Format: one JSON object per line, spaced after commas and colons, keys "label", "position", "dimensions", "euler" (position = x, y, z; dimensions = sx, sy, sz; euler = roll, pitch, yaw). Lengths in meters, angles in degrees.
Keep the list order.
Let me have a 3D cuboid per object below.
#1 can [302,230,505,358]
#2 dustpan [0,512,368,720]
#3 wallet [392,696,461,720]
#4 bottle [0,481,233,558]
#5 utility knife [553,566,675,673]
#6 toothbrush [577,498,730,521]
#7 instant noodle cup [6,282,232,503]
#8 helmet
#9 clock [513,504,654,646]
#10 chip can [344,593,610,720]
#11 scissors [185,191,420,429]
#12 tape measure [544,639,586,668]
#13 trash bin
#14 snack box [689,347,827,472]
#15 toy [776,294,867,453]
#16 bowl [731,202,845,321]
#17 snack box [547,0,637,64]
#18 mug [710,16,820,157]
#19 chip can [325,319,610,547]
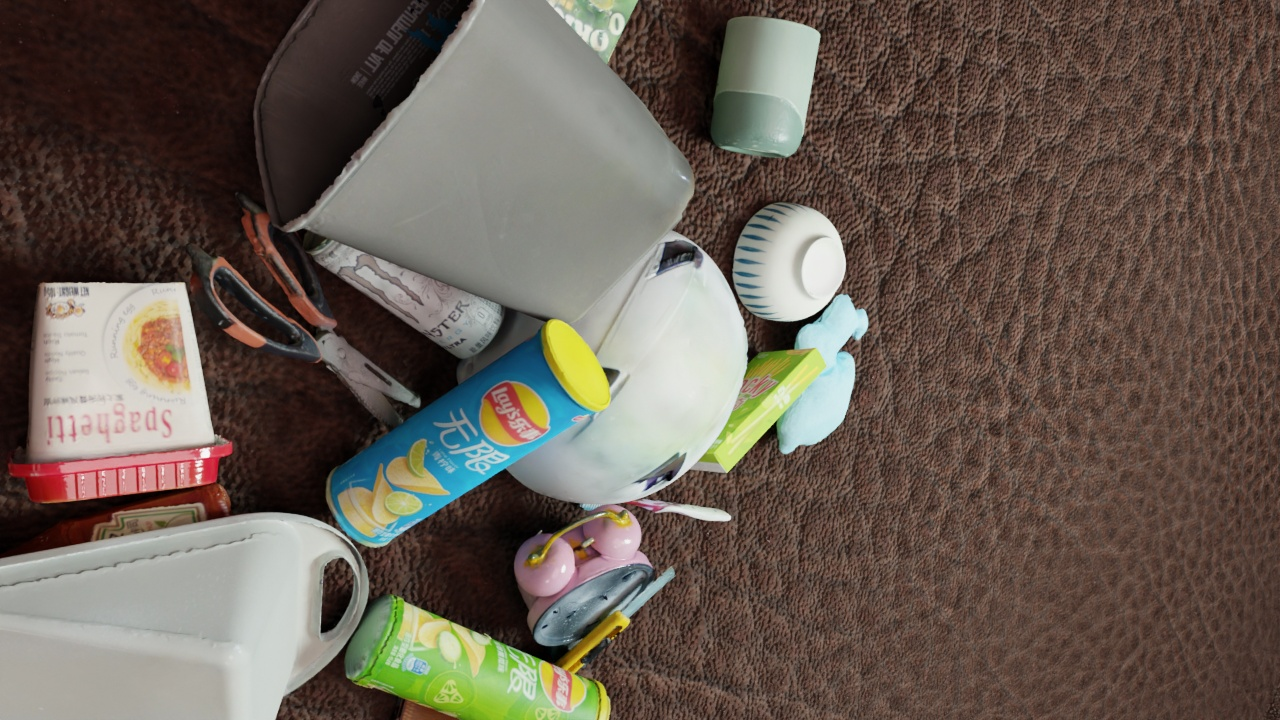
{"label": "can", "position": [-0.169, -0.061, 0.673], "dimensions": [0.146, 0.058, 0.058], "euler": [39, 80, -37]}
{"label": "dustpan", "position": [-0.327, 0.192, 0.619], "dimensions": [0.257, 0.142, 0.223], "euler": [9, 122, -10]}
{"label": "wallet", "position": [-0.173, 0.332, 0.798], "dimensions": [0.101, 0.032, 0.124], "euler": [14, 94, -34]}
{"label": "bottle", "position": [-0.369, 0.131, 0.586], "dimensions": [0.205, 0.060, 0.060], "euler": [-15, 110, -31]}
{"label": "utility knife", "position": [-0.042, 0.253, 0.818], "dimensions": [0.218, 0.015, 0.033], "euler": [-45, 146, 17]}
{"label": "toothbrush", "position": [0.018, 0.145, 0.888], "dimensions": [0.187, 0.016, 0.017], "euler": [14, 102, -36]}
{"label": "instant noodle cup", "position": [-0.322, 0.015, 0.564], "dimensions": [0.116, 0.117, 0.124], "euler": [-3, 92, -34]}
{"label": "helmet", "position": [-0.005, 0.004, 0.752], "dimensions": [0.258, 0.146, 0.229], "euler": [-47, 124, -16]}
{"label": "clock", "position": [-0.051, 0.179, 0.784], "dimensions": [0.117, 0.059, 0.159], "euler": [-22, 147, -19]}
{"label": "chip can", "position": [-0.132, 0.263, 0.755], "dimensions": [0.221, 0.073, 0.072], "euler": [31, 84, -23]}
{"label": "scissors", "position": [-0.225, -0.023, 0.646], "dimensions": [0.197, 0.015, 0.213], "euler": [-18, 91, -70]}
{"label": "tape measure", "position": [-0.062, 0.262, 0.858], "dimensions": [0.054, 0.025, 0.058], "euler": [-48, 123, -16]}
{"label": "trash bin", "position": [-0.101, -0.151, 0.605], "dimensions": [0.199, 0.198, 0.219], "euler": [-44, 137, 18]}
{"label": "snack box", "position": [0.097, 0.044, 0.860], "dimensions": [0.156, 0.086, 0.026], "euler": [-42, 109, -27]}
{"label": "toy", "position": [0.188, 0.021, 0.948], "dimensions": [0.161, 0.050, 0.156], "euler": [-44, 132, -19]}
{"label": "bowl", "position": [0.153, -0.092, 0.885], "dimensions": [0.116, 0.066, 0.116], "euler": [-10, 108, -33]}
{"label": "snack box", "position": [-0.102, -0.318, 0.648], "dimensions": [0.240, 0.063, 0.114], "euler": [28, 86, -37]}
{"label": "mug", "position": [0.113, -0.237, 0.816], "dimensions": [0.111, 0.082, 0.106], "euler": [-13, 113, -65]}
{"label": "chip can", "position": [-0.125, 0.055, 0.655], "dimensions": [0.211, 0.071, 0.071], "euler": [-32, 126, 17]}
